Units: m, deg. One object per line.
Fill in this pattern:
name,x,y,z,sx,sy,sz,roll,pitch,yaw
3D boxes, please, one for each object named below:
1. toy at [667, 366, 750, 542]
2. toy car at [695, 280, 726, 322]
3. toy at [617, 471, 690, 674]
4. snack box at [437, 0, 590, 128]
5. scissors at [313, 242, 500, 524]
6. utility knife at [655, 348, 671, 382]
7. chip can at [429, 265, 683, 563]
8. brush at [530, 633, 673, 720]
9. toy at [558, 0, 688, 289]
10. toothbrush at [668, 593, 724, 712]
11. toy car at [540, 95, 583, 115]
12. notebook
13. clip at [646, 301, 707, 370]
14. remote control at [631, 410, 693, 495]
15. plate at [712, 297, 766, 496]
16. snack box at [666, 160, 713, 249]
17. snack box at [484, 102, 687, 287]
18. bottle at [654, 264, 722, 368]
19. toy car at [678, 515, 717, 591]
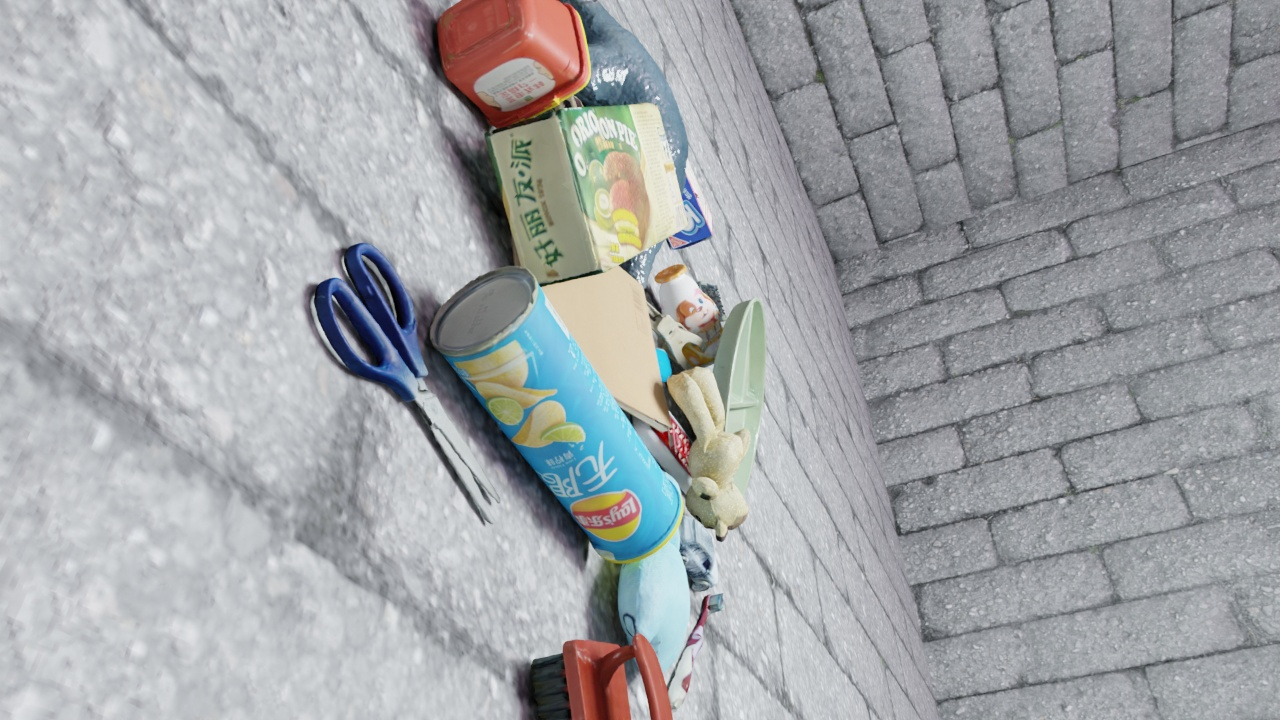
toy,0.059,0.081,0.816,0.104,0.066,0.157,-45,124,-60
toy car,0.080,-0.070,1.131,0.105,0.031,0.049,2,71,-73
toy,0.011,0.158,0.670,0.161,0.050,0.156,38,47,-76
snack box,-0.092,-0.221,0.656,0.080,0.091,0.082,22,51,-59
scissors,-0.115,0.012,0.493,0.173,0.012,0.126,50,29,-54
utility knife,-0.005,0.005,0.825,0.160,0.018,0.034,0,71,-70
chip can,-0.046,0.041,0.576,0.071,0.071,0.210,-87,153,-47
brush,-0.013,0.227,0.499,0.063,0.069,0.145,38,38,-59
toy,-0.018,-0.241,0.925,0.137,0.092,0.356,-11,82,-45
toothbrush,0.049,0.238,0.766,0.187,0.017,0.016,-39,110,-72
toy car,-0.061,-0.189,0.811,0.042,0.035,0.090,4,72,-69
notebook,-0.038,-0.039,0.741,0.211,0.012,0.149,34,40,-55
clip,0.028,-0.026,0.902,0.070,0.034,0.100,39,0,40
remote control,0.027,0.075,0.849,0.136,0.020,0.055,53,25,-46
plate,0.102,0.046,0.973,0.230,0.027,0.230,7,89,-73
snack box,0.025,-0.231,1.075,0.058,0.057,0.207,-86,152,-55
snack box,-0.030,-0.138,0.723,0.239,0.063,0.114,-44,121,-66
bottle,0.050,-0.047,0.968,0.063,0.063,0.108,-72,141,-61
toy car,0.049,0.169,0.808,0.090,0.034,0.042,57,20,-45
